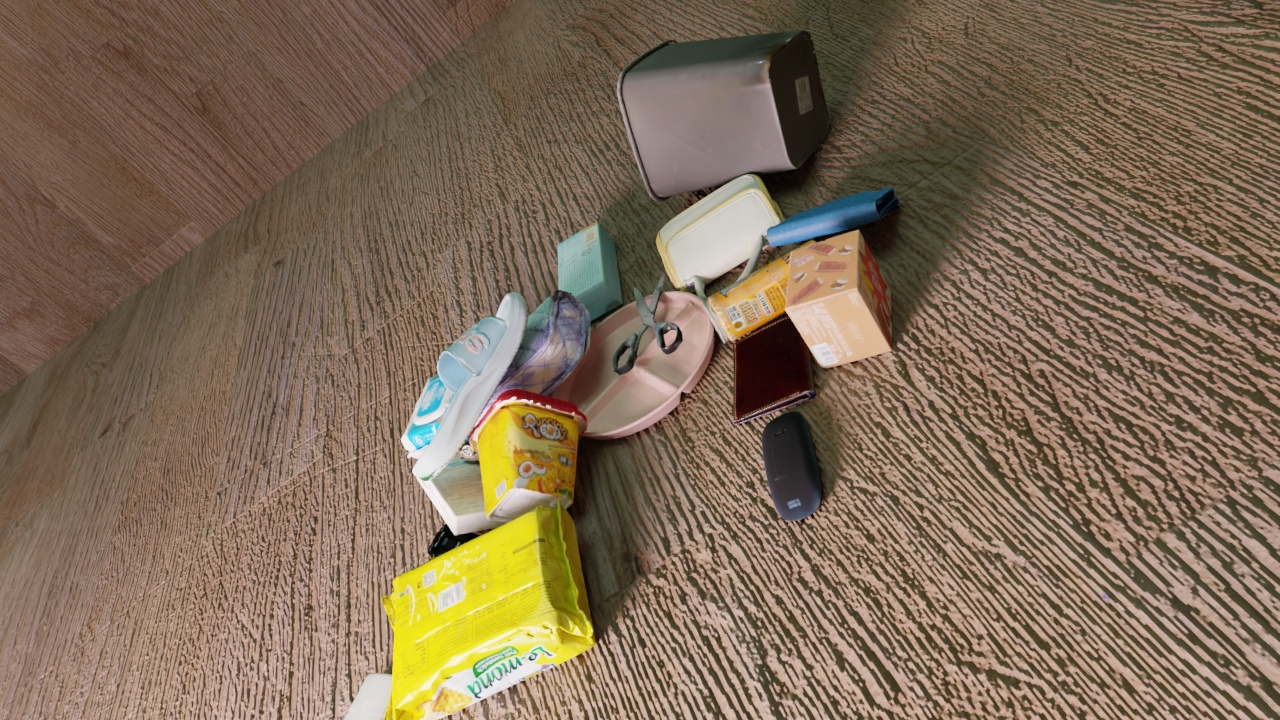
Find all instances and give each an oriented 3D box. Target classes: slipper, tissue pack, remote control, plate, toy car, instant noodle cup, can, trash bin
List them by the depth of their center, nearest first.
[{"bbox_3d":[0.143,0.095,0.883,0.053,0.024,0.136,-27,35,19],"label":"remote control"},{"bbox_3d":[-0.293,0.396,0.945,0.058,0.021,0.149,-8,44,37],"label":"remote control"},{"bbox_3d":[-0.125,0.115,1.028,0.116,0.116,0.123,-49,36,40],"label":"instant noodle cup"},{"bbox_3d":[0.146,-0.077,1.037,0.146,0.058,0.058,-29,35,4],"label":"can"},{"bbox_3d":[-0.190,0.222,1.040,0.122,0.037,0.056,14,65,36],"label":"toy car"},{"bbox_3d":[-0.207,0.024,1.067,0.244,0.074,0.104,-64,12,-23],"label":"slipper"},{"bbox_3d":[-0.007,0.007,1.123,0.230,0.028,0.229,-25,37,21],"label":"plate"},{"bbox_3d":[-0.182,0.110,1.138,0.090,0.035,0.042,-5,13,10],"label":"toy car"},{"bbox_3d":[0.121,-0.344,1.258,0.220,0.199,0.198,0,33,34],"label":"trash bin"},{"bbox_3d":[-0.266,0.071,1.259,0.090,0.063,0.139,-18,39,28],"label":"tissue pack"}]

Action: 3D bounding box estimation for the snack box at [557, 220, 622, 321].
[{"bbox_3d":[-0.075,-0.126,1.319,0.074,0.051,0.174,-30,34,16],"label":"snack box"}]

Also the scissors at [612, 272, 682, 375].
[{"bbox_3d":[0.010,-0.047,1.136,0.159,0.014,0.174,-48,33,-17],"label":"scissors"}]

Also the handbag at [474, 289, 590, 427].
[{"bbox_3d":[-0.149,0.010,1.179,0.194,0.075,0.134,-39,28,25],"label":"handbag"}]

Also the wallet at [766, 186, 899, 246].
[{"bbox_3d":[0.223,-0.163,1.060,0.133,0.040,0.106,-11,11,31],"label":"wallet"}]

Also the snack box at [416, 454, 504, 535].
[{"bbox_3d":[-0.205,0.155,1.096,0.084,0.027,0.157,-6,21,-28],"label":"snack box"}]

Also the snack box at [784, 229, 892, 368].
[{"bbox_3d":[0.206,-0.063,0.945,0.077,0.093,0.094,-17,39,29],"label":"snack box"}]

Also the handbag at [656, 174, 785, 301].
[{"bbox_3d":[0.107,-0.147,1.171,0.163,0.063,0.178,-31,38,14],"label":"handbag"}]

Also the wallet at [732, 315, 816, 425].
[{"bbox_3d":[0.141,0.008,0.991,0.097,0.020,0.122,-26,37,27],"label":"wallet"}]

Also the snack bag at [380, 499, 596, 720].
[{"bbox_3d":[-0.162,0.252,0.927,0.247,0.068,0.157,-29,46,14],"label":"snack bag"}]
